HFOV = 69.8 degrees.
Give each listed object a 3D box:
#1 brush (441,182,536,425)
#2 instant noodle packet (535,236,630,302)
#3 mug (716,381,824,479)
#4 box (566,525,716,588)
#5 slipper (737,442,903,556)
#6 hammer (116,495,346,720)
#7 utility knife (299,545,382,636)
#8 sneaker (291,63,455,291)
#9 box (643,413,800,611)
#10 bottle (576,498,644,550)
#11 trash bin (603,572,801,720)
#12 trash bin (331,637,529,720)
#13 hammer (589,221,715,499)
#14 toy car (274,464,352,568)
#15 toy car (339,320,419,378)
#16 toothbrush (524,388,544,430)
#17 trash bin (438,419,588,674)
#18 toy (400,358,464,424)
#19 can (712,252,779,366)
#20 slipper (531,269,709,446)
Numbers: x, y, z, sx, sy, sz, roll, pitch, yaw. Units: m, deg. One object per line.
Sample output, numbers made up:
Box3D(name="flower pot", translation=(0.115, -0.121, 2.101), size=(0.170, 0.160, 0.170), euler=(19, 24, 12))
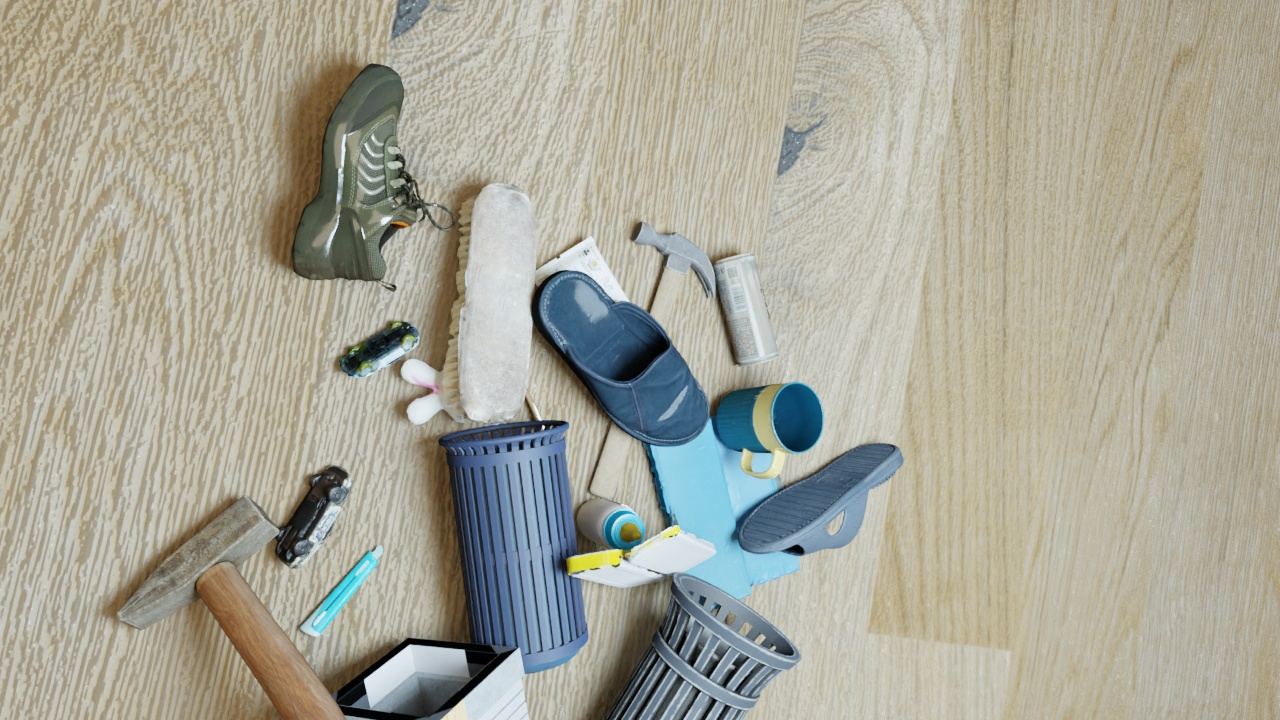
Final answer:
Box3D(name="brush", translation=(-0.162, -0.063, 1.002), size=(0.083, 0.057, 0.271), euler=(9, 76, -31))
Box3D(name="instant noodle packet", translation=(-0.058, -0.066, 1.068), size=(0.087, 0.026, 0.134), euler=(-33, 91, -7))
Box3D(name="mug", translation=(0.148, 0.084, 1.091), size=(0.083, 0.107, 0.113), euler=(24, 72, -31))
Box3D(name="box", translation=(0.007, 0.217, 1.000), size=(0.129, 0.209, 0.034), euler=(-22, 68, 9))
Box3D(name="slipper", translation=(0.238, 0.190, 1.144), size=(0.262, 0.101, 0.082), euler=(-27, 106, -30))
Box3D(name="hammer", translation=(-0.353, 0.278, 0.856), size=(0.157, 0.037, 0.301), euler=(-42, 62, -17))
Box3D(name="utility knife", translation=(-0.316, 0.244, 0.981), size=(0.022, 0.015, 0.116), euler=(34, 74, 13))
Box3D(name="sneaker", translation=(-0.261, -0.183, 0.958), size=(0.143, 0.101, 0.238), euler=(17, 88, -10))
Box3D(name="box", translation=(0.107, 0.180, 1.139), size=(0.174, 0.033, 0.231), euler=(-17, 95, -24))
Box3D(name="bottle", translation=(-0.028, 0.185, 1.022), size=(0.051, 0.146, 0.051), euler=(1, 88, -21))
Box3D(name="trash bin", translation=(0.049, 0.381, 1.027), size=(0.164, 0.164, 0.227), euler=(31, 92, -18))
Box3D(name="trash bin", translation=(-0.196, 0.427, 0.907), size=(0.142, 0.143, 0.247), euler=(-28, 111, -62))
Box3D(name="hammer", translation=(0.004, 0.005, 1.102), size=(0.119, 0.031, 0.331), euler=(21, 81, -19))
Box3D(name="toy car", translation=(-0.337, 0.163, 0.959), size=(0.112, 0.048, 0.040), euler=(-60, 139, -12))
Box3D(name="toy car", translation=(-0.280, -0.009, 0.990), size=(0.089, 0.039, 0.027), euler=(-34, 142, -17))
Box3D(name="toothbrush", translation=(-0.122, 0.056, 1.059), size=(0.016, 0.016, 0.167), euler=(-23, 96, -20))
Box3D(name="trash bin", translation=(-0.132, 0.198, 0.989), size=(0.139, 0.139, 0.249), euler=(-8, 93, -21))
Box3D(name="toy", translation=(-0.201, 0.032, 1.018), size=(0.125, 0.037, 0.076), euler=(-4, 86, -27))
Box3D(name="can", translation=(0.131, -0.063, 1.138), size=(0.054, 0.054, 0.135), euler=(-17, 95, -21))
Box3D(name="slipper", translation=(-0.006, 0.006, 1.021), size=(0.265, 0.084, 0.108), euler=(47, 72, -25))
